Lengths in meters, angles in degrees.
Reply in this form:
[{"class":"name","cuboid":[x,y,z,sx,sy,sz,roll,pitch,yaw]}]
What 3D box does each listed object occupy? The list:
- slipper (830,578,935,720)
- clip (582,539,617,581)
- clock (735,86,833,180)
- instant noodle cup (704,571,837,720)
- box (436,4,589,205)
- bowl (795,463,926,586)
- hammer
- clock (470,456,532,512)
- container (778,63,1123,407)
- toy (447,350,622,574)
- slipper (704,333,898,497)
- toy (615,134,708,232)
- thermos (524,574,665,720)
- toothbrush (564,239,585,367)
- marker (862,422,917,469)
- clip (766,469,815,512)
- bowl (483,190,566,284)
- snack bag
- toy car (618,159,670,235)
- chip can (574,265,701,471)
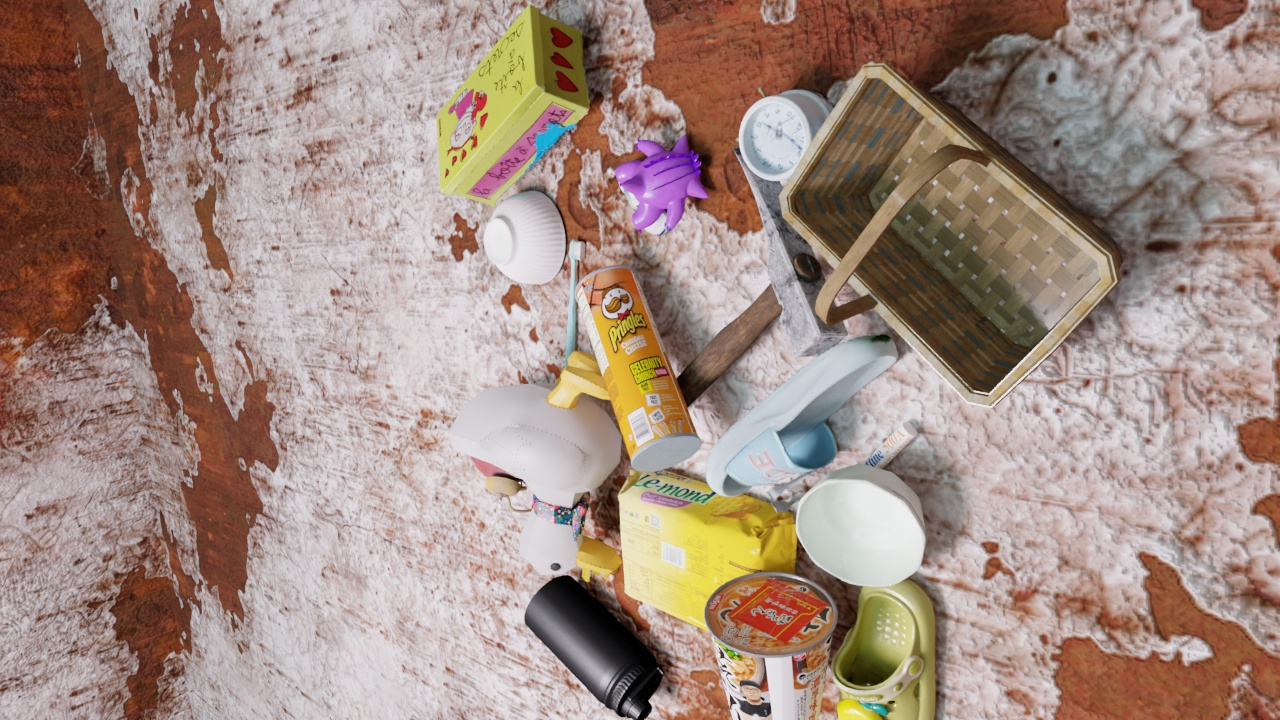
[{"class":"slipper","cuboid":[0.225,0.296,0.860,0.092,0.081,0.191,15,108,40]},{"class":"clip","cuboid":[-0.055,0.261,1.172,0.049,0.044,0.054,-137,50,-62]},{"class":"clock","cuboid":[0.145,-0.196,0.832,0.117,0.056,0.083,40,126,23]},{"class":"instant noodle cup","cuboid":[0.127,0.290,0.880,0.124,0.123,0.122,16,121,42]},{"class":"box","cuboid":[-0.153,-0.290,1.071,0.222,0.081,0.124,-31,57,47]},{"class":"bowl","cuboid":[0.207,0.143,0.840,0.117,0.061,0.118,13,121,22]},{"class":"hammer","cuboid":[0.076,-0.045,0.943,0.302,0.037,0.217,-49,51,49]},{"class":"clock","cuboid":[-0.159,0.117,1.177,0.081,0.116,0.158,-22,77,50]},{"class":"container","cuboid":[0.216,-0.095,0.690,0.250,0.185,0.158,51,131,24]},{"class":"toy","cuboid":[-0.105,0.121,1.073,0.246,0.140,0.268,22,104,-3]},{"class":"slipper","cuboid":[0.151,0.066,0.862,0.246,0.103,0.074,-48,63,36]},{"class":"toy","cuboid":[0.022,-0.187,0.951,0.088,0.056,0.106,-20,80,6]},{"class":"thermos","cuboid":[-0.052,0.365,1.153,0.199,0.086,0.086,35,123,35]},{"class":"toothbrush","cuboid":[-0.082,-0.059,1.127,0.017,0.016,0.181,17,112,32]},{"class":"marker","cuboid":[0.211,0.110,0.870,0.017,0.017,0.146,52,131,23]},{"class":"clip","cuboid":[0.152,0.124,0.910,0.056,0.101,0.046,-26,86,2]},{"class":"bowl","cuboid":[-0.153,-0.150,1.141,0.118,0.062,0.118,14,110,43]},{"class":"snack bag","cuboid":[0.068,0.219,1.007,0.248,0.068,0.160,11,107,43]},{"class":"toy car","cuboid":[0.004,-0.176,1.000,0.039,0.027,0.089,-43,70,40]},{"class":"chip can","cuboid":[-0.006,0.006,0.976,0.075,0.075,0.214,-47,52,41]}]
